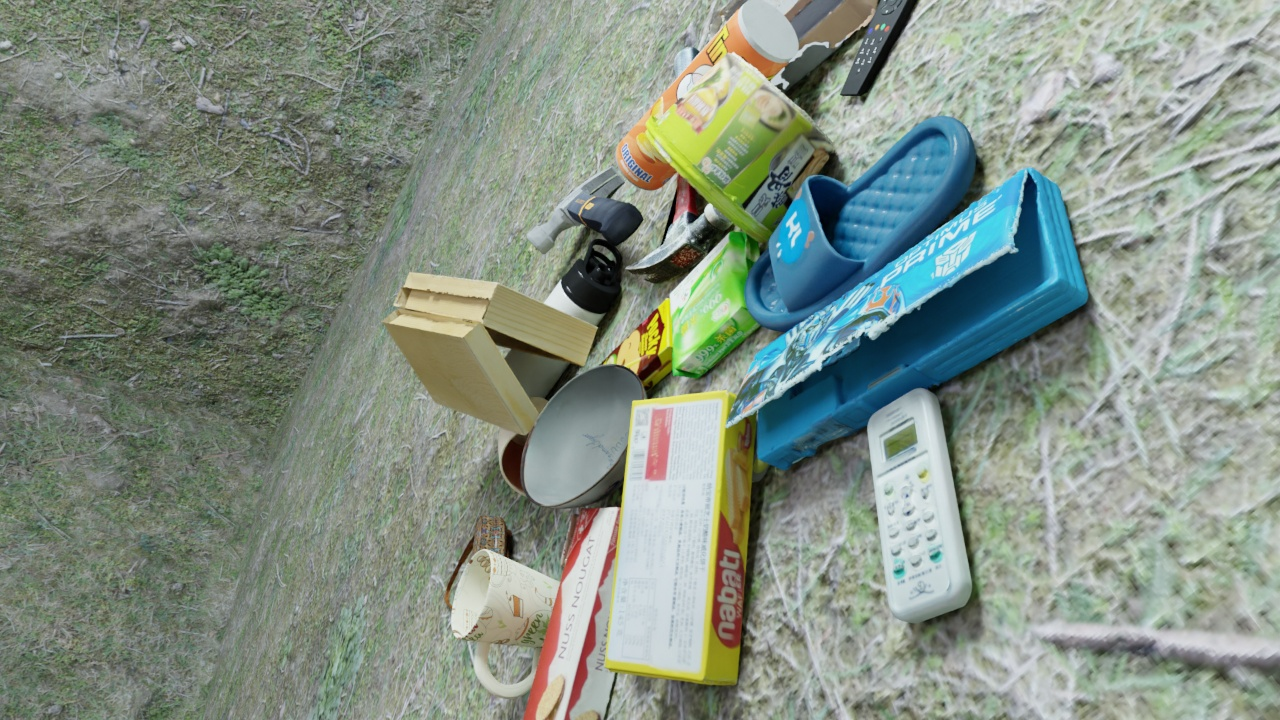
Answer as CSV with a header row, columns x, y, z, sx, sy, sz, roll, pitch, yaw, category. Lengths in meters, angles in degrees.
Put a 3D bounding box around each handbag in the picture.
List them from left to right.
x,y,z,sx,sy,sz,roll,pitch,yaw,category
-0.195,0.254,1.076,0.196,0.043,0.093,131,147,-50,handbag

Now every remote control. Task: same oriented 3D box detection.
x,y,z,sx,sy,sz,roll,pitch,yaw,category
0.200,-0.272,0.747,0.125,0.010,0.039,-65,25,5,remote control
0.158,0.080,0.521,0.050,0.022,0.133,-41,35,44,remote control

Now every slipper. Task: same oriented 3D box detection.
x,y,z,sx,sy,sz,roll,pitch,yaw,category
0.144,-0.093,0.655,0.214,0.059,0.103,-39,39,43,slipper

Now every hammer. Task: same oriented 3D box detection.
x,y,z,sx,sy,sz,roll,pitch,yaw,category
-0.056,-0.165,1.057,0.139,0.035,0.312,-44,19,0,hammer
0.044,-0.223,0.989,0.141,0.036,0.325,-39,36,42,hammer

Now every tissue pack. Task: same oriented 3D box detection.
x,y,z,sx,sy,sz,roll,pitch,yaw,category
0.066,-0.049,0.801,0.114,0.034,0.099,-46,34,41,tissue pack

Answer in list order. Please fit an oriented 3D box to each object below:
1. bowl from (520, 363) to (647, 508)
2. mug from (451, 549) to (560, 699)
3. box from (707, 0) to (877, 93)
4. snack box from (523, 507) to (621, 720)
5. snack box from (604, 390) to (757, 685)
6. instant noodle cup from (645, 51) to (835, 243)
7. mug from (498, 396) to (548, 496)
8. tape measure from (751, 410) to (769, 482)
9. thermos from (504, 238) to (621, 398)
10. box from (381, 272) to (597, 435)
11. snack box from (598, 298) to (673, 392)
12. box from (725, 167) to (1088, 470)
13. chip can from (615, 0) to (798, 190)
x,y,z,sx,sy,sz,roll,pitch,yaw,category
-0.040,0.080,0.853,0.151,0.056,0.150,-30,40,29,bowl
-0.113,0.243,0.832,0.081,0.097,0.121,-37,38,47,mug
0.135,-0.321,0.869,0.217,0.063,0.157,-32,57,52,box
-0.057,0.258,0.770,0.077,0.044,0.272,-16,55,59,snack box
0.030,0.125,0.661,0.092,0.042,0.200,-9,67,40,snack box
0.085,-0.176,0.751,0.098,0.146,0.146,-47,30,15,instant noodle cup
-0.100,0.078,0.981,0.111,0.085,0.104,-35,24,2,mug
0.080,0.060,0.698,0.064,0.016,0.065,-17,54,59,tape measure
-0.102,-0.033,1.086,0.230,0.068,0.101,-52,16,28,thermos
-0.179,-0.021,0.987,0.249,0.141,0.148,10,67,57,box
-0.005,0.005,0.902,0.149,0.025,0.061,-43,35,41,snack box
0.148,-0.022,0.576,0.244,0.066,0.090,-40,35,45,box
0.055,-0.241,0.859,0.211,0.062,0.062,-36,39,50,chip can
